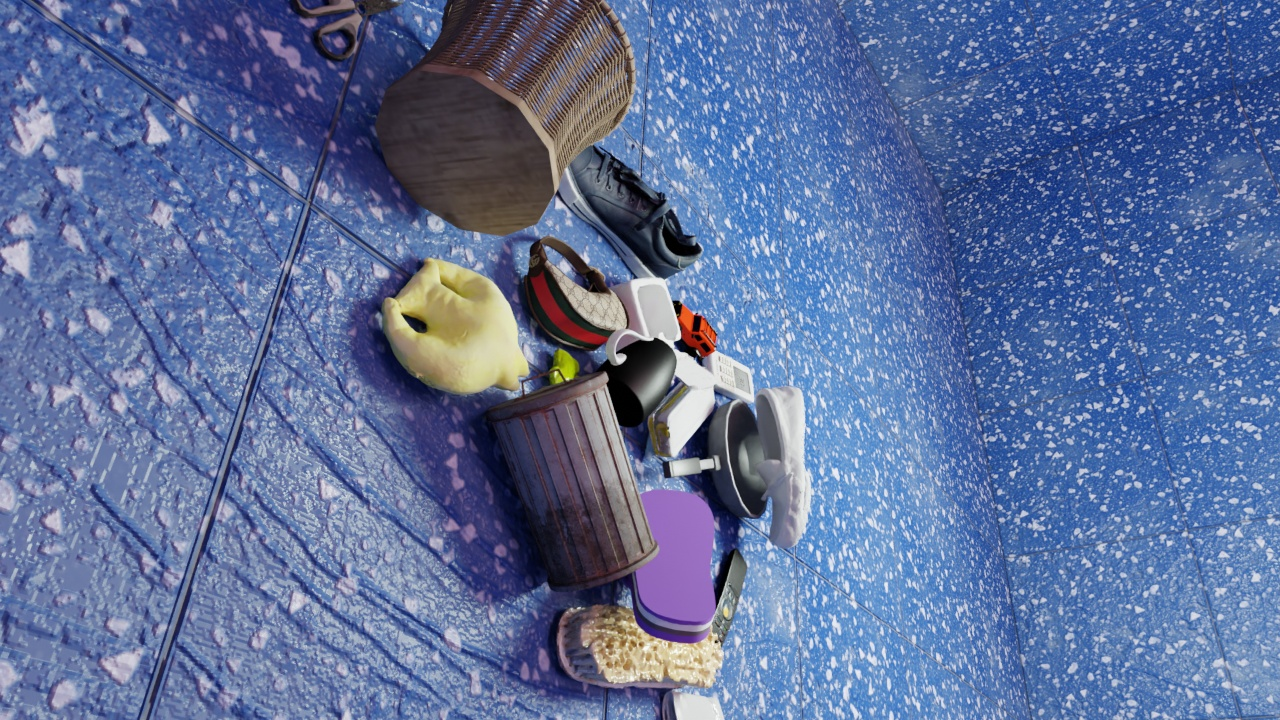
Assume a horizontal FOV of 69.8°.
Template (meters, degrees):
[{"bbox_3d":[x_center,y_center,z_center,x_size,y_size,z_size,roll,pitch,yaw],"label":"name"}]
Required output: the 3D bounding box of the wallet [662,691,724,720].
[{"bbox_3d":[0.066,0.445,1.105,0.116,0.032,0.086,33,37,-45],"label":"wallet"}]

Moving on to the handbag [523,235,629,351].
[{"bbox_3d":[-0.077,-0.086,1.118,0.166,0.063,0.138,16,52,-56],"label":"handbag"}]

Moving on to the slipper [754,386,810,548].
[{"bbox_3d":[0.206,0.154,1.357,0.112,0.074,0.246,101,-10,-69],"label":"slipper"}]

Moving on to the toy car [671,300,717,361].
[{"bbox_3d":[0.075,-0.045,1.358,0.100,0.049,0.051,49,37,-35],"label":"toy car"}]

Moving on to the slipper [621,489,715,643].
[{"bbox_3d":[0.028,0.246,1.041,0.266,0.107,0.084,-91,-167,-69],"label":"slipper"}]

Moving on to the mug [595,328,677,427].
[{"bbox_3d":[-0.007,0.007,1.119,0.100,0.085,0.119,-46,135,-36],"label":"mug"}]

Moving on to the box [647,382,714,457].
[{"bbox_3d":[0.060,0.070,1.266,0.209,0.033,0.064,-39,122,-63],"label":"box"}]

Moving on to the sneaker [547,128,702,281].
[{"bbox_3d":[-0.009,-0.217,1.234,0.294,0.127,0.120,43,39,-37],"label":"sneaker"}]

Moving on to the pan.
[{"bbox_3d":[0.104,0.143,1.279,0.356,0.041,0.178,7,73,-65],"label":"pan"}]

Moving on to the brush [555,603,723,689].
[{"bbox_3d":[0.004,0.325,1.031,0.271,0.057,0.083,30,51,-50],"label":"brush"}]

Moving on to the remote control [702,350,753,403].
[{"bbox_3d":[0.139,0.027,1.450,0.138,0.025,0.060,24,54,-53],"label":"remote control"}]

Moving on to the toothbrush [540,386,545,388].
[{"bbox_3d":[-0.091,0.109,1.029,0.016,0.016,0.166,4,72,-57],"label":"toothbrush"}]

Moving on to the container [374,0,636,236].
[{"bbox_3d":[-0.142,-0.264,0.950,0.227,0.227,0.195,53,42,-31],"label":"container"}]

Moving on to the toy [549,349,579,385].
[{"bbox_3d":[-0.077,0.037,1.073,0.093,0.036,0.094,45,33,-31],"label":"toy"}]

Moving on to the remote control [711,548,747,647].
[{"bbox_3d":[0.118,0.325,1.264,0.041,0.020,0.151,60,33,-23],"label":"remote control"}]

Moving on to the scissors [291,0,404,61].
[{"bbox_3d":[-0.296,-0.367,0.936,0.131,0.013,0.169,43,43,-44],"label":"scissors"}]

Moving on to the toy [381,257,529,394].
[{"bbox_3d":[-0.177,-0.026,0.907,0.155,0.065,0.170,43,33,-12],"label":"toy"}]

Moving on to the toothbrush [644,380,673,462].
[{"bbox_3d":[0.025,0.078,1.241,0.154,0.016,0.022,-73,180,-45],"label":"toothbrush"}]

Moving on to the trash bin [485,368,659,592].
[{"bbox_3d":[-0.070,0.114,0.947,0.130,0.131,0.211,-25,98,-60],"label":"trash bin"}]

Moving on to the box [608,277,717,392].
[{"bbox_3d":[0.020,-0.026,1.229,0.190,0.083,0.110,59,30,9],"label":"box"}]
